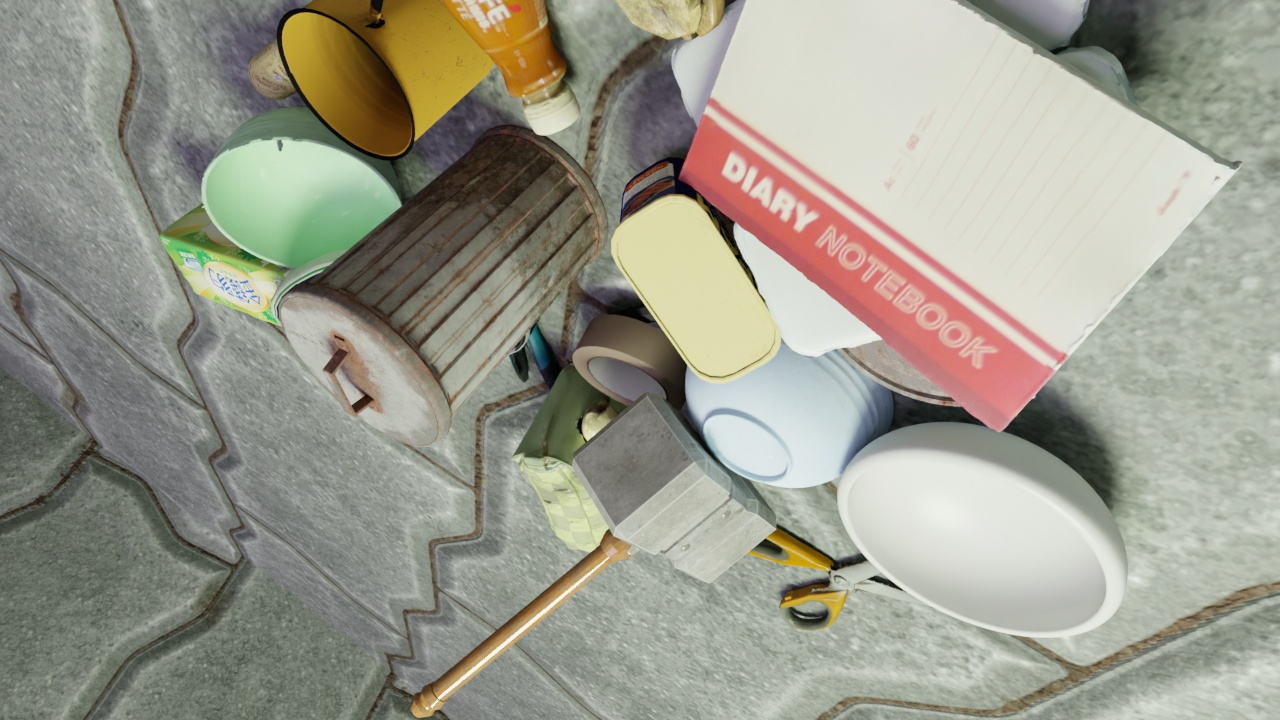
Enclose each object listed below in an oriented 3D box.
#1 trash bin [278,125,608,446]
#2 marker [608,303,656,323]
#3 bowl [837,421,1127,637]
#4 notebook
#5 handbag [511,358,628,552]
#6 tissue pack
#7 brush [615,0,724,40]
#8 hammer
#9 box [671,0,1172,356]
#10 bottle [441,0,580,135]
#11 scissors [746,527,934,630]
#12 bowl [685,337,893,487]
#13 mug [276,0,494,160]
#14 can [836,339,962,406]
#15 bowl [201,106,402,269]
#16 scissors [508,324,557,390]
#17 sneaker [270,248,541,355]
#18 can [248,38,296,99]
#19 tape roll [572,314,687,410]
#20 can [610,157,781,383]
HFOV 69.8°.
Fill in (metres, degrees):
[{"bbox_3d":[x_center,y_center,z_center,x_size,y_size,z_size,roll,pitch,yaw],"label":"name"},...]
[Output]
[{"bbox_3d":[-0.130,-0.049,0.617,0.131,0.210,0.131,26,146,19],"label":"trash bin"},{"bbox_3d":[0.014,-0.037,0.670,0.021,0.017,0.124,4,171,-37],"label":"marker"},{"bbox_3d":[0.221,0.097,0.590,0.177,0.066,0.177,26,146,19],"label":"bowl"},{"bbox_3d":[0.115,-0.082,0.406,0.209,0.012,0.153,42,137,20],"label":"notebook"},{"bbox_3d":[-0.034,0.093,0.810,0.117,0.113,0.187,7,141,20],"label":"handbag"},{"bbox_3d":[-0.337,-0.077,0.886,0.198,0.120,0.141,23,144,33],"label":"tissue pack"},{"bbox_3d":[-0.022,-0.238,0.426,0.059,0.043,0.195,-14,114,49],"label":"brush"},{"bbox_3d":[-0.059,0.177,0.711,0.083,0.318,0.162,54,-173,35],"label":"hammer"},{"bbox_3d":[0.114,-0.105,0.425,0.209,0.037,0.189,-16,103,49],"label":"box"},{"bbox_3d":[-0.082,-0.207,0.516,0.059,0.059,0.167,6,136,40],"label":"bottle"},{"bbox_3d":[0.166,0.199,0.818,0.225,0.016,0.217,15,140,29],"label":"scissors"},{"bbox_3d":[0.090,0.036,0.635,0.151,0.074,0.151,25,146,18],"label":"bowl"},{"bbox_3d":[-0.148,-0.198,0.558,0.100,0.093,0.124,38,150,-4],"label":"mug"},{"bbox_3d":[0.162,-0.036,0.503,0.130,0.044,0.130,26,146,19],"label":"can"},{"bbox_3d":[-0.263,-0.145,0.733,0.151,0.076,0.151,-3,146,-2],"label":"bowl"},{"bbox_3d":[-0.108,-0.025,0.806,0.126,0.019,0.144,42,146,-5],"label":"scissors"},{"bbox_3d":[-0.197,-0.035,0.738,0.235,0.078,0.084,-1,131,12],"label":"sneaker"},{"bbox_3d":[-0.264,-0.225,0.692,0.080,0.038,0.038,-4,129,47],"label":"can"},{"bbox_3d":[-0.004,0.004,0.710,0.094,0.030,0.094,22,156,10],"label":"tape roll"},{"bbox_3d":[0.033,-0.058,0.548,0.057,0.092,0.116,-30,114,16],"label":"can"}]
